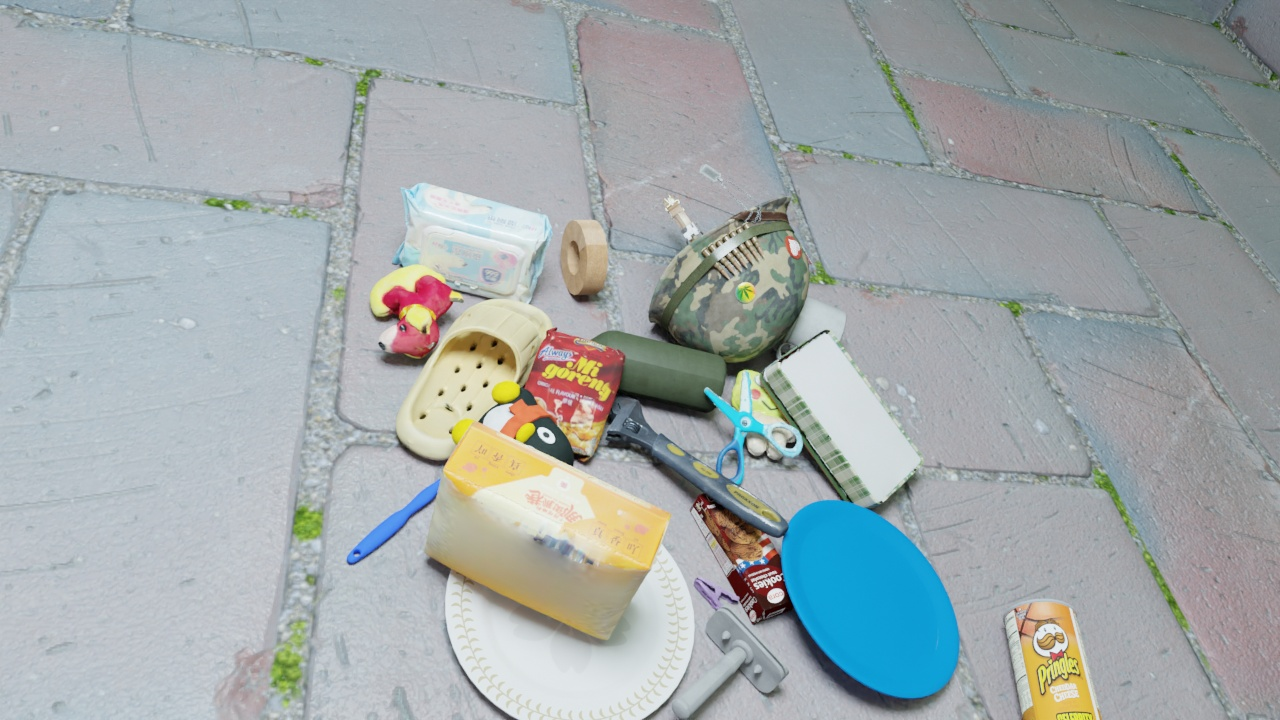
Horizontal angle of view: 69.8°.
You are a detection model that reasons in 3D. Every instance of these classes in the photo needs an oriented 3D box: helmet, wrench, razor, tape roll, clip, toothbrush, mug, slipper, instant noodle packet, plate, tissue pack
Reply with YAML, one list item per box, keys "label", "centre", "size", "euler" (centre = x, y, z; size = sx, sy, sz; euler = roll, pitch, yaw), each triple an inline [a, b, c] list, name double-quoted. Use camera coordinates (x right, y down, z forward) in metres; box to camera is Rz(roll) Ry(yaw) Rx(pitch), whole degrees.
- label: "helmet"
  centre: [0.100, -0.122, 1.139]
  size: [0.236, 0.224, 0.192]
  euler: [37, 4, 10]
- label: "wrench"
  centre: [0.046, 0.111, 1.001]
  size: [0.273, 0.022, 0.073]
  euler: [32, 35, 27]
- label: "razor"
  centre: [0.071, 0.293, 0.855]
  size: [0.088, 0.047, 0.116]
  euler: [44, 44, 19]
- label: "tape roll"
  centre: [-0.072, -0.130, 1.156]
  size: [0.027, 0.094, 0.094]
  euler: [-4, 51, -25]
- label: "clip"
  centre: [0.077, 0.244, 0.934]
  size: [0.050, 0.014, 0.046]
  euler: [16, 48, -11]
- label: "toothbrush"
  centre: [-0.220, 0.141, 0.910]
  size: [0.016, 0.018, 0.182]
  euler: [37, 50, 13]
- label: "mug"
  centre: [0.216, -0.029, 1.188]
  size: [0.070, 0.085, 0.113]
  euler: [22, 53, -5]
- label: "slipper"
  centre: [-0.180, -0.002, 1.011]
  size: [0.111, 0.079, 0.260]
  euler: [24, 46, 5]
- label: "instant noodle packet"
  centre: [-0.079, 0.038, 1.006]
  size: [0.098, 0.040, 0.135]
  euler: [19, 82, 0]
- label: "plate"
  centre: [-0.065, 0.238, 0.879]
  size: [0.242, 0.016, 0.242]
  euler: [11, 47, -12]
- label: "tissue pack"
  centre: [-0.204, -0.138, 1.099]
  size: [0.182, 0.112, 0.069]
  euler: [13, 45, -10]
- label: "plate"
  centre: [0.238, 0.250, 0.968]
  size: [0.224, 0.024, 0.223]
  euler: [20, 42, -19]

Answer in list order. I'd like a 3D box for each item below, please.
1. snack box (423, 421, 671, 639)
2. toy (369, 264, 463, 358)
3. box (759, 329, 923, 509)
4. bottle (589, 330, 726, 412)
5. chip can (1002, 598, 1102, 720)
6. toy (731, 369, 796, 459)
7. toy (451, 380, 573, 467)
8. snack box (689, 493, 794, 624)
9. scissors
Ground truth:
- label: "snack box"
  centre: [-0.090, 0.161, 0.823]
  size: [0.195, 0.145, 0.080]
  euler: [25, 45, 2]
- label: "toy"
  centre: [-0.253, -0.059, 1.041]
  size: [0.105, 0.067, 0.137]
  euler: [-15, 45, -4]
- label: "box"
  centre: [0.238, 0.071, 1.092]
  size: [0.117, 0.050, 0.205]
  euler: [-33, 83, -36]
- label: "bottle"
  centre: [-0.006, 0.006, 1.072]
  size: [0.206, 0.072, 0.071]
  euler: [13, 46, -11]
- label: "chip can"
  centre: [0.423, 0.355, 0.924]
  size: [0.075, 0.075, 0.214]
  euler: [15, 46, -8]
- label: "toy"
  centre: [0.151, 0.065, 1.103]
  size: [0.092, 0.046, 0.115]
  euler: [16, 54, -15]
- label: "toy"
  centre: [-0.114, 0.093, 0.923]
  size: [0.119, 0.100, 0.097]
  euler: [27, 59, 27]
- label: "snack box"
  centre: [0.110, 0.202, 0.970]
  size: [0.050, 0.032, 0.140]
  euler: [-11, 54, -29]
- label: "scissors"
  centre: [0.117, 0.084, 1.050]
  size: [0.134, 0.012, 0.134]
  euler: [40, 77, -7]
